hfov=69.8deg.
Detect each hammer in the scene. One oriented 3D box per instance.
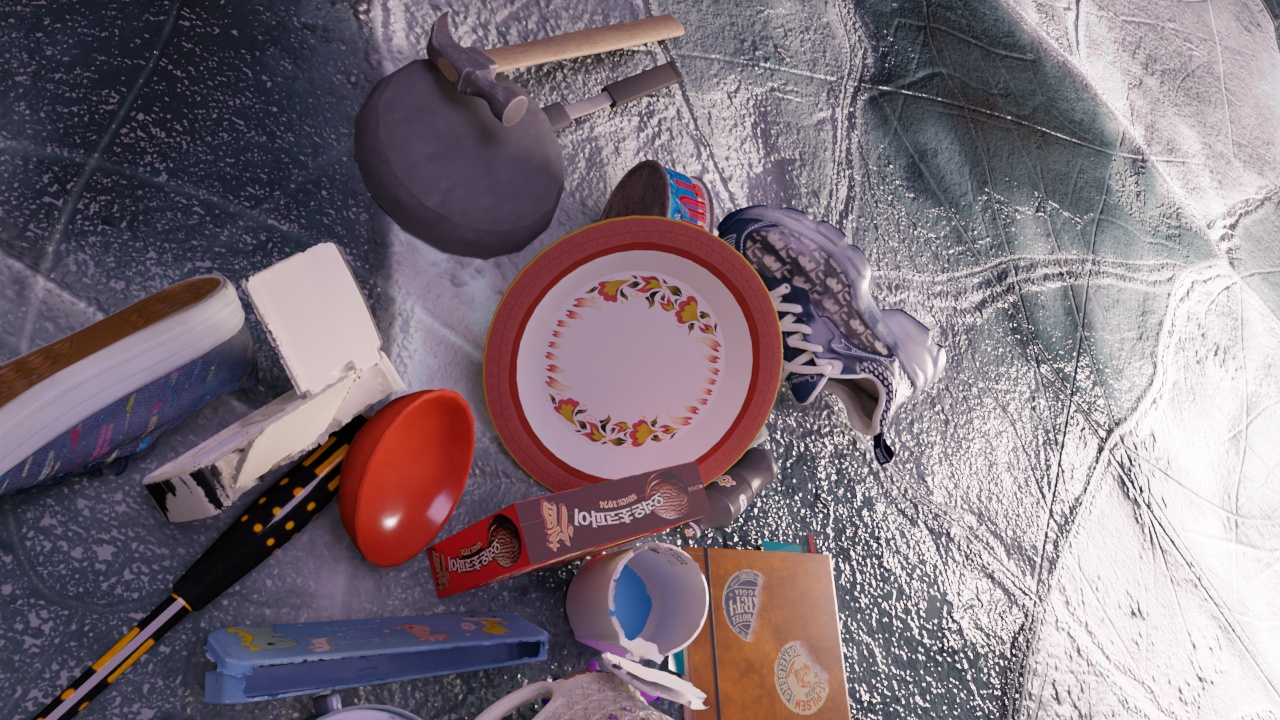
[{"bbox_3d":[-0.267,0.144,0.540,0.123,0.036,0.319,49,55,-9],"label":"hammer"},{"bbox_3d":[-0.055,-0.286,0.823,0.119,0.031,0.330,41,43,13],"label":"hammer"}]

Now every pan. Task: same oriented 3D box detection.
[{"bbox_3d":[-0.080,-0.212,0.802,0.356,0.041,0.178,-34,90,-37],"label":"pan"}]

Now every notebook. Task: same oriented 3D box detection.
[{"bbox_3d":[0.096,0.262,0.735,0.178,0.014,0.249,10,66,-30],"label":"notebook"}]

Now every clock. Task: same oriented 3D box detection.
[{"bbox_3d":[-0.171,0.280,0.516,0.122,0.076,0.161,28,57,-21],"label":"clock"}]

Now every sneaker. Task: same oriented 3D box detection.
[{"bbox_3d":[-0.329,0.037,0.529,0.234,0.087,0.079,-40,128,-35],"label":"sneaker"},{"bbox_3d":[0.164,-0.024,0.853,0.269,0.103,0.132,41,61,-16],"label":"sneaker"}]

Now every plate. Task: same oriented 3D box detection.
[{"bbox_3d":[-0.004,0.004,0.697,0.229,0.021,0.230,-3,108,-11],"label":"plate"}]

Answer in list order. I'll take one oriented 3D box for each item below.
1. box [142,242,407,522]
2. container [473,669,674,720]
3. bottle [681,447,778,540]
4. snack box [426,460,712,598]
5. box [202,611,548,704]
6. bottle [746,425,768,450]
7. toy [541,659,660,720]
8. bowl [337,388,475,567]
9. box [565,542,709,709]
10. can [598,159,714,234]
[{"bbox_3d":[-0.212,0.015,0.535,0.095,0.186,0.145,48,46,2],"label":"box"},{"bbox_3d":[-0.004,0.316,0.525,0.184,0.143,0.246,-37,110,-34],"label":"container"},{"bbox_3d":[0.073,0.113,0.768,0.109,0.036,0.036,-36,92,-37],"label":"bottle"},{"bbox_3d":[-0.052,0.115,0.614,0.132,0.152,0.035,-8,75,-35],"label":"snack box"},{"bbox_3d":[-0.153,0.173,0.563,0.209,0.066,0.049,6,72,-39],"label":"box"},{"bbox_3d":[0.047,0.022,0.773,0.061,0.061,0.131,-24,85,-35],"label":"bottle"},{"bbox_3d":[-0.029,0.255,0.631,0.088,0.056,0.106,44,88,-16],"label":"toy"},{"bbox_3d":[-0.159,0.072,0.605,0.035,0.122,0.121,18,52,21],"label":"bowl"},{"bbox_3d":[0.003,0.178,0.620,0.084,0.163,0.112,30,63,-11],"label":"box"},{"bbox_3d":[0.006,-0.095,0.752,0.044,0.130,0.129,15,63,-27],"label":"can"}]
